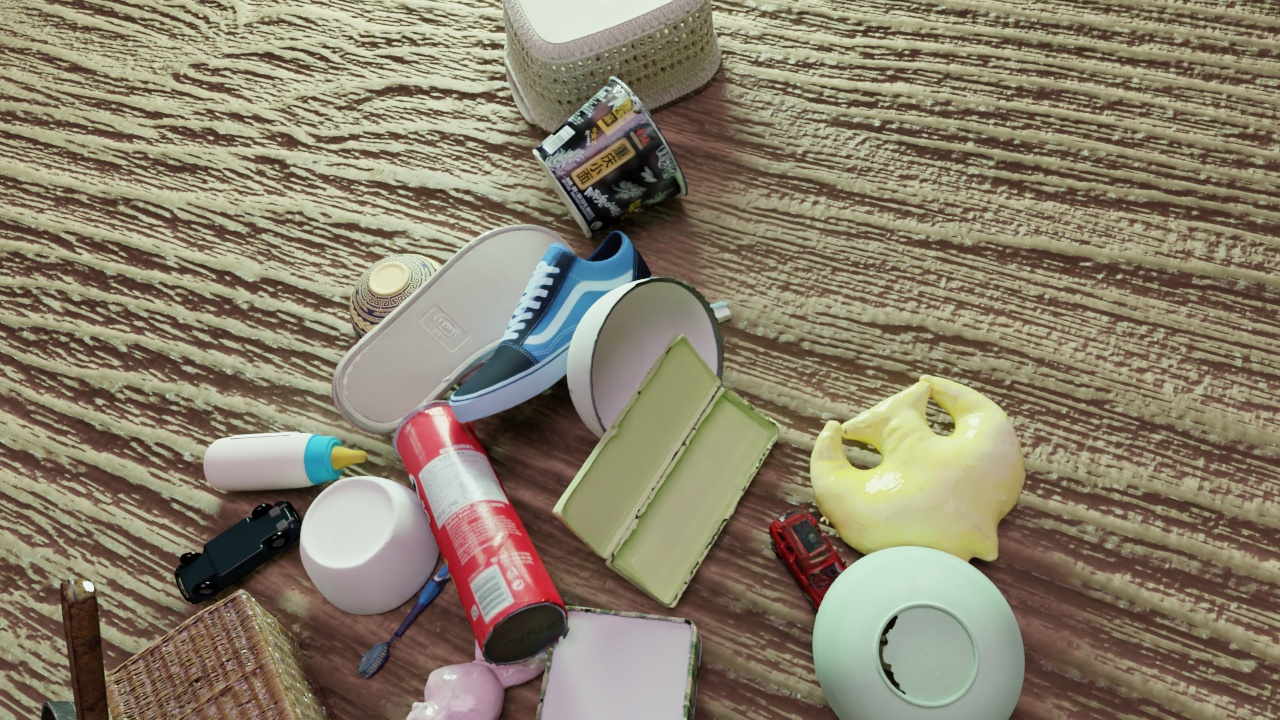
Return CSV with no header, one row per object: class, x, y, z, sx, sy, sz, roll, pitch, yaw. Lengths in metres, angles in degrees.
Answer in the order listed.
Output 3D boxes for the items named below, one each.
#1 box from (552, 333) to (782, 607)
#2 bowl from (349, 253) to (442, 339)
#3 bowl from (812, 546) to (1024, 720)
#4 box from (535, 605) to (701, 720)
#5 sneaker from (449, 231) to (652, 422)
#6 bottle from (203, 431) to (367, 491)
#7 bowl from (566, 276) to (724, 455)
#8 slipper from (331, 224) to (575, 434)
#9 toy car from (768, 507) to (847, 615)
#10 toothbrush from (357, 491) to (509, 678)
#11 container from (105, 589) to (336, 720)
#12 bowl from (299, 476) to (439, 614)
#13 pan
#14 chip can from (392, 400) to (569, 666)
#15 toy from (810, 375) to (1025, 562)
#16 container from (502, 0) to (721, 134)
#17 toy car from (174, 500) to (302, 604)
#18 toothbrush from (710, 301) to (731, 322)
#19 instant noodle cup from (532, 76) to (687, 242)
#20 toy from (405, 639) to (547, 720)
box,0.024,0.089,0.752,0.187,0.141,0.044,-56,22,-22
bowl,-0.239,-0.064,0.910,0.112,0.061,0.112,-4,58,7
bowl,0.195,0.203,0.640,0.151,0.077,0.150,-3,74,11
box,-0.022,0.286,0.663,0.118,0.050,0.205,3,59,8
sneaker,-0.089,-0.042,0.817,0.240,0.098,0.084,-39,22,-33
bottle,-0.318,0.091,0.833,0.146,0.051,0.051,-4,58,7
bowl,-0.005,0.005,0.788,0.073,0.153,0.153,8,55,47
slipper,-0.169,-0.032,0.860,0.273,0.055,0.114,-41,93,-26
toy car,0.138,0.159,0.724,0.042,0.036,0.091,-27,63,-9
toothbrush,-0.171,0.184,0.769,0.016,0.017,0.188,28,67,25
container,-0.284,0.286,0.666,0.113,0.113,0.198,-33,59,-12
bowl,-0.233,0.149,0.773,0.116,0.066,0.116,-5,57,7
pan,-0.349,0.266,0.589,0.040,0.358,0.207,-8,39,-41
chip can,-0.132,0.131,0.736,0.073,0.073,0.233,-29,47,-9
toy,0.223,0.096,0.729,0.170,0.064,0.154,-25,65,0
container,-0.036,-0.371,1.021,0.246,0.143,0.184,-24,71,-6
toy car,-0.348,0.166,0.800,0.112,0.034,0.046,-34,59,-13
toothbrush,-0.001,-0.024,0.872,0.180,0.016,0.016,-16,66,-2
instant noodle cup,-0.036,-0.197,0.926,0.112,0.137,0.137,-34,58,-1
toy,-0.126,0.250,0.704,0.063,0.047,0.109,35,58,23
